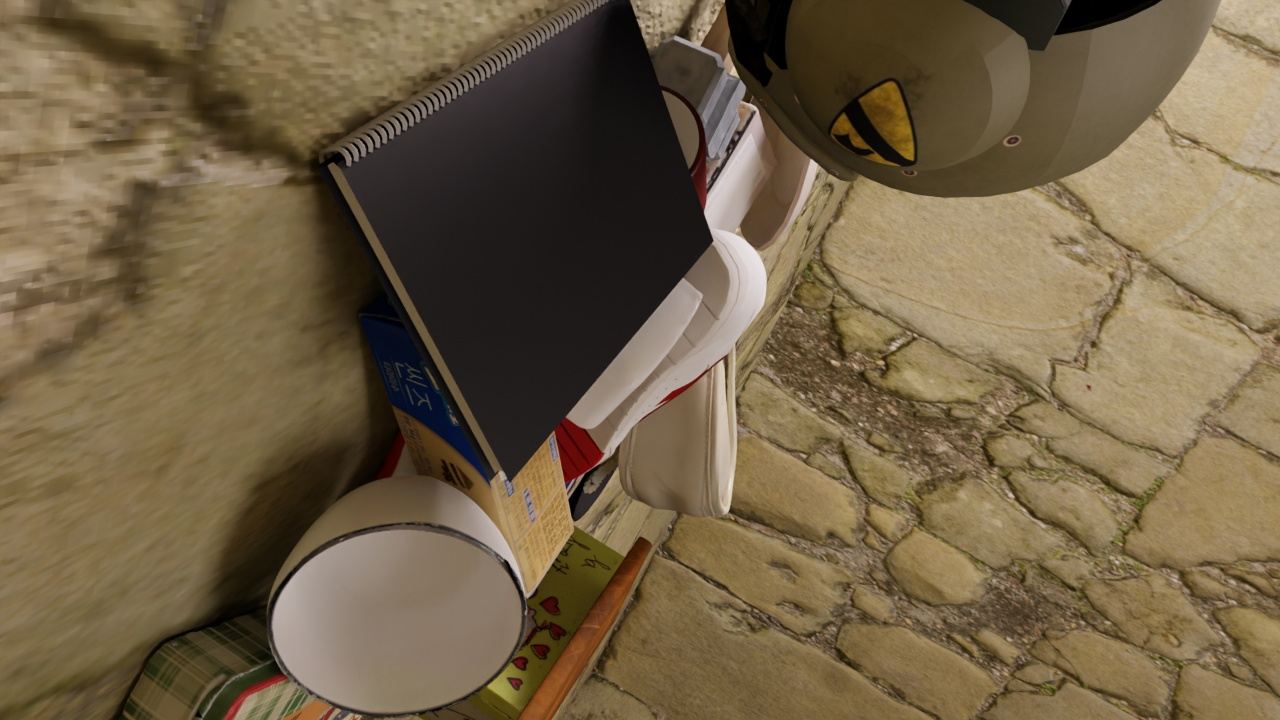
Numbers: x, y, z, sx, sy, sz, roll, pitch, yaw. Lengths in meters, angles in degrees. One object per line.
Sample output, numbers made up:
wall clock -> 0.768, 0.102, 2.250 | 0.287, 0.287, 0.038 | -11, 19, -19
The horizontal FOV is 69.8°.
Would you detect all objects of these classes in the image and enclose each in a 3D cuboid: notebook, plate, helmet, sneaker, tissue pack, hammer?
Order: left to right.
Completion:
notebook -> -0.067, 0.265, 0.743 | 0.248, 0.014, 0.179 | -51, 168, -39
notebook -> -0.036, -0.069, 0.418 | 0.206, 0.016, 0.149 | -51, 129, -42
sneaker -> -0.004, 0.003, 0.623 | 0.237, 0.090, 0.104 | -47, 159, 28
tissue pack -> 0.038, -0.122, 0.768 | 0.181, 0.071, 0.104 | -61, 155, -7
hammer -> 0.093, -0.289, 0.606 | 0.323, 0.051, 0.117 | -64, 170, 4
plate -> 0.130, -0.191, 0.829 | 0.189, 0.027, 0.188 | -175, -89, -77
helmet -> 0.148, -0.198, 0.462 | 0.250, 0.256, 0.233 | -57, 166, -14

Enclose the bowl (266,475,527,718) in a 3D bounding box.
bowl -> -0.115, 0.107, 0.444 | 0.116, 0.116, 0.065 | -64, -159, 20

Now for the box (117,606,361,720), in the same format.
box -> -0.198, 0.187, 0.487 | 0.117, 0.050, 0.205 | -61, 169, -1

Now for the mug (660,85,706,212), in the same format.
mug -> -0.008, -0.104, 0.556 | 0.105, 0.073, 0.082 | -47, 168, -6

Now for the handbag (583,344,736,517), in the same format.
handbag -> 0.019, 0.042, 0.779 | 0.229, 0.132, 0.184 | -4, 102, -82

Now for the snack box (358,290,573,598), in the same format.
snack box -> -0.084, 0.040, 0.480 | 0.056, 0.057, 0.207 | -53, 151, -37

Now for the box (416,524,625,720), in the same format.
box -> -0.112, 0.222, 0.799 | 0.220, 0.124, 0.082 | -40, 160, -58

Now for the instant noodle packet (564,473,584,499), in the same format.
instant noodle packet -> -0.082, 0.121, 0.745 | 0.134, 0.026, 0.087 | -56, 174, 4

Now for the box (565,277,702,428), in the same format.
box -> -0.051, -0.013, 0.526 | 0.130, 0.110, 0.102 | -44, -174, 45

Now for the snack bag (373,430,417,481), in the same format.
snack bag -> -0.125, 0.074, 0.548 | 0.144, 0.039, 0.130 | -62, 165, -1

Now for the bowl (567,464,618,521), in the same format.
bowl -> -0.055, 0.091, 0.900 | 0.124, 0.052, 0.124 | -57, 169, -18
